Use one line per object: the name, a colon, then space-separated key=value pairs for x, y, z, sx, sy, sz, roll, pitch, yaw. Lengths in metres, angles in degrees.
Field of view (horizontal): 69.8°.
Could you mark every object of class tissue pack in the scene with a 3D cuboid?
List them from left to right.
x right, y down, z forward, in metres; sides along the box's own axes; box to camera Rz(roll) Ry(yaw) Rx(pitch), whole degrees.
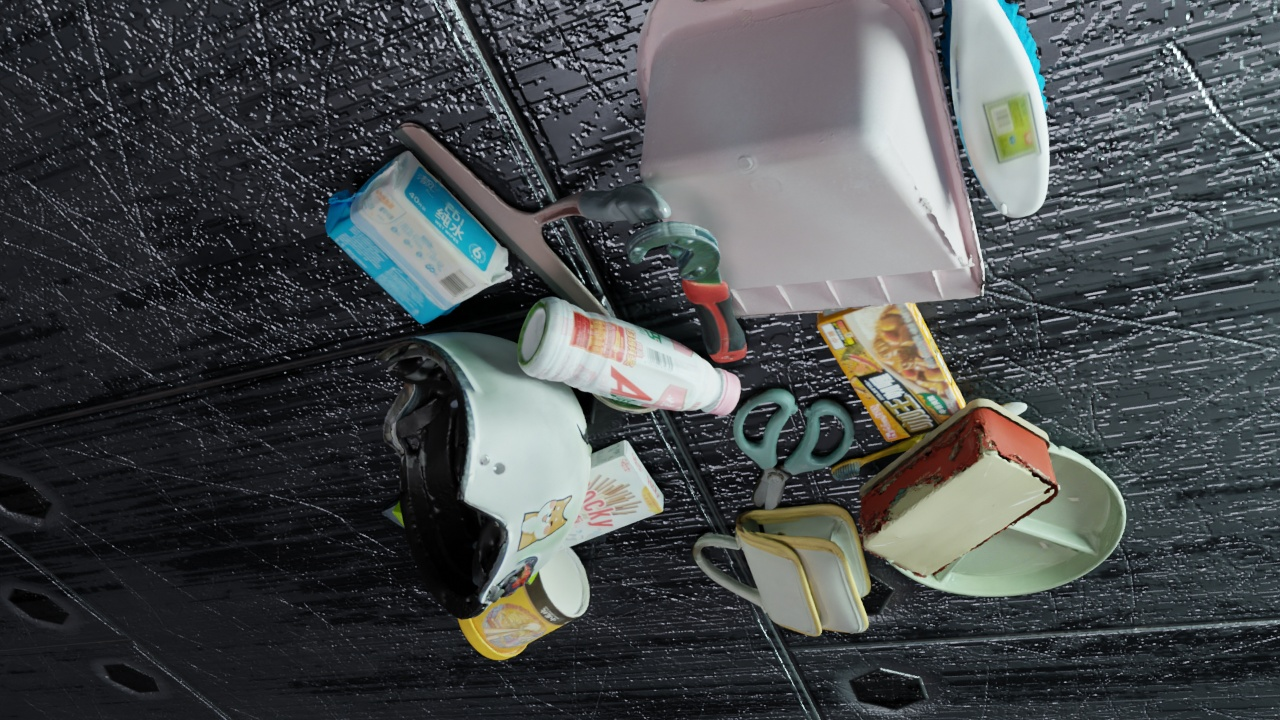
tissue pack: x=-0.182 y=-0.098 z=0.757 sx=0.090 sy=0.063 sz=0.140 roll=-25 pitch=123 yaw=31

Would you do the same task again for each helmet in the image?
helmet: x=-0.131 y=0.093 z=0.842 sx=0.156 sy=0.230 sz=0.275 roll=-18 pitch=133 yaw=-28

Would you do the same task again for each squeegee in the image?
squeegee: x=-0.043 y=-0.110 z=0.680 sx=0.247 sy=0.040 sz=0.250 roll=46 pitch=160 yaw=-26

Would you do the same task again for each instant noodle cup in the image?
instant noodle cup: x=-0.130 y=0.265 z=1.046 sx=0.115 sy=0.118 sz=0.118 roll=-28 pitch=121 yaw=23

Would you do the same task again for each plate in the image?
plate: x=0.341 y=0.152 z=0.888 sx=0.230 sy=0.027 sz=0.231 roll=7 pitch=131 yaw=7

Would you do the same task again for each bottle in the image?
bottle: x=-0.005 y=0.005 z=0.784 sx=0.196 sy=0.068 sz=0.068 roll=18 pitch=136 yaw=-27

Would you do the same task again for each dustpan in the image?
dustpan: x=0.116 y=-0.152 z=0.650 sx=0.223 sy=0.138 sz=0.273 roll=-2 pitch=155 yaw=26

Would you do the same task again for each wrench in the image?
wrench: x=0.049 y=-0.043 z=0.697 sx=0.056 sy=0.016 sz=0.273 roll=-14 pitch=160 yaw=12

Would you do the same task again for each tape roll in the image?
tape roll: x=-0.009 y=0.014 z=0.853 sx=0.086 sy=0.013 sz=0.086 roll=7 pitch=133 yaw=7

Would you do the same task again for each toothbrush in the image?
toothbrush: x=0.261 y=0.076 z=0.844 sx=0.192 sy=0.018 sz=0.016 roll=-25 pitch=124 yaw=31

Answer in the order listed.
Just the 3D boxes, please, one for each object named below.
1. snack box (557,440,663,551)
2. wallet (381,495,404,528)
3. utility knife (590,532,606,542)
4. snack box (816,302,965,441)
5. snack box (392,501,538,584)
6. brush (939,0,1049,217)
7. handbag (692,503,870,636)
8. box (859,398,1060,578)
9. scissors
snack box: x=-0.064 y=0.147 z=0.953 sx=0.157 sy=0.026 sz=0.085 roll=-23 pitch=120 yaw=16
wallet: x=-0.228 y=0.179 z=1.050 sx=0.121 sy=0.019 sz=0.097 roll=-30 pitch=120 yaw=37
utility knife: x=-0.073 y=0.125 z=0.967 sx=0.033 sy=0.015 sz=0.195 roll=-11 pitch=127 yaw=14
snack box: x=0.216 y=0.004 z=0.783 sx=0.075 sy=0.026 sz=0.154 roll=-19 pitch=125 yaw=28
snack box: x=-0.189 y=0.193 z=0.994 sx=0.157 sy=0.026 sz=0.086 roll=6 pitch=138 yaw=32
brush: x=0.194 y=-0.214 z=0.537 sx=0.061 sy=0.109 sz=0.315 roll=-13 pitch=126 yaw=24
handbag: x=0.148 y=0.230 z=0.986 sx=0.179 sy=0.063 sz=0.163 roll=-6 pitch=128 yaw=23
box: x=0.272 y=0.121 z=0.803 sx=0.091 sy=0.079 sz=0.169 roll=28 pitch=131 yaw=-13
scissors: x=0.158 y=0.095 z=0.886 sx=0.132 sy=0.019 sz=0.186 roll=-1 pitch=133 yaw=14
